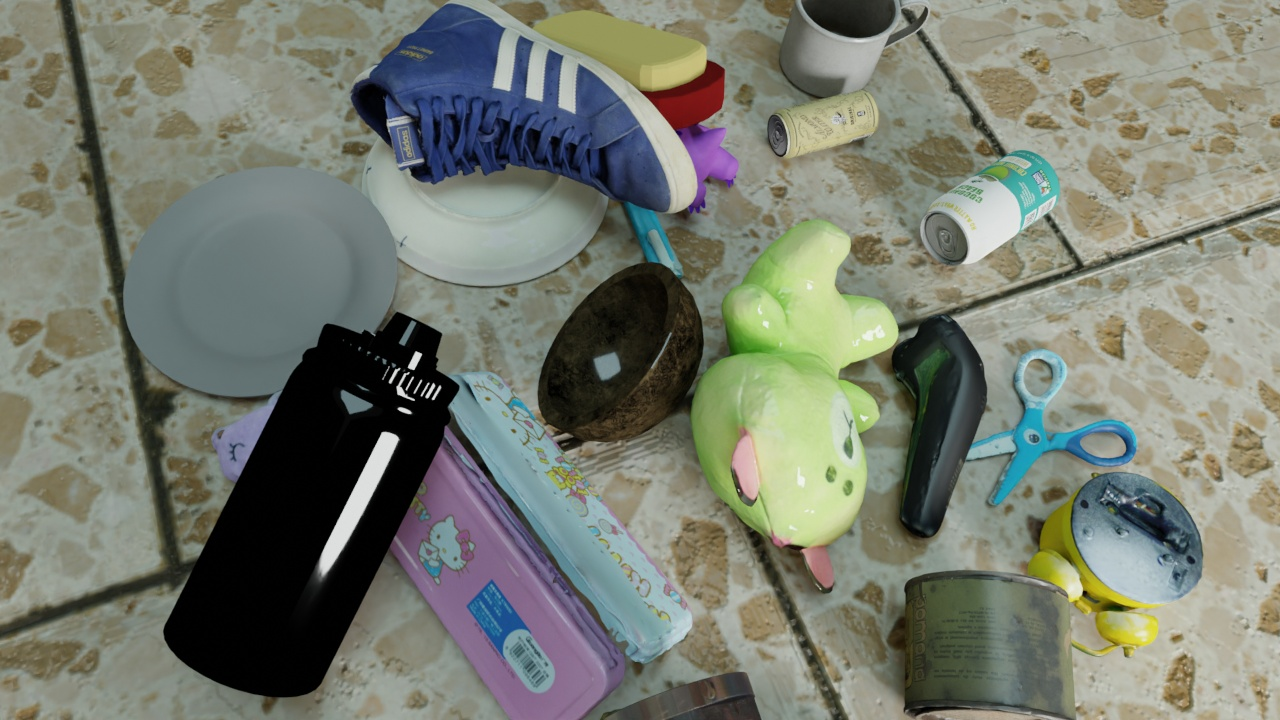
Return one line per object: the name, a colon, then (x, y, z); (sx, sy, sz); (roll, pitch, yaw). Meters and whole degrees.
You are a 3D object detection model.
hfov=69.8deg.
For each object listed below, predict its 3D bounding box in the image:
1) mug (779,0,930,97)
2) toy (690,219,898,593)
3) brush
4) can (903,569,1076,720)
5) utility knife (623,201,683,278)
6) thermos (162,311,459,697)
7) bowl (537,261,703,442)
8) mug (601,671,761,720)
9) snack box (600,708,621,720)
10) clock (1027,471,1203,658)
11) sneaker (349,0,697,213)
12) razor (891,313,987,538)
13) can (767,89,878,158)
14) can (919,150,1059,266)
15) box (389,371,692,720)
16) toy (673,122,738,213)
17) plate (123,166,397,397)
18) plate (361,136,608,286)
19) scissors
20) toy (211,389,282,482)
mug: (0.174, -0.266, 0.746); (0.113, 0.071, 0.084); (-2, 64, -7)
toy: (0.090, 0.023, 0.572); (0.107, 0.150, 0.196); (2, 56, 44)
brush: (-0.018, -0.221, 0.681); (0.173, 0.042, 0.082); (29, 48, 33)
can: (0.195, 0.168, 0.518); (0.090, 0.090, 0.074); (10, 63, -1)
utility knife: (-0.006, -0.131, 0.689); (0.022, 0.015, 0.167); (-15, 68, -14)
thermos: (-0.165, 0.066, 0.488); (0.086, 0.086, 0.198); (26, 90, 7)
bowl: (-0.003, 0.004, 0.581); (0.056, 0.121, 0.121); (37, 57, -32)
mug: (0.047, 0.215, 0.445); (0.115, 0.080, 0.107); (1, 57, -35)
snack box: (0.052, 0.263, 0.480); (0.181, 0.045, 0.121); (16, 62, 1)
clock: (0.290, 0.125, 0.568); (0.083, 0.057, 0.118); (34, 64, 10)
sneaker: (-0.088, -0.149, 0.606); (0.233, 0.092, 0.118); (40, 62, 15)
razor: (0.192, 0.043, 0.611); (0.067, 0.054, 0.151); (8, 68, 29)
can: (0.143, -0.185, 0.720); (0.079, 0.038, 0.038); (-17, 66, -14)
can: (0.262, -0.114, 0.688); (0.101, 0.055, 0.055); (-32, 71, -20)
box: (-0.075, 0.109, 0.554); (0.214, 0.091, 0.090); (49, 111, 17)
toy: (0.024, -0.160, 0.684); (0.088, 0.056, 0.105); (27, 43, 18)
plate: (-0.254, -0.055, 0.622); (0.178, 0.012, 0.178); (1, 65, -3)
plate: (-0.113, -0.140, 0.672); (0.182, 0.034, 0.182); (2, 63, -5)
scissors: (0.280, 0.058, 0.627); (0.118, 0.013, 0.139); (35, 62, 13)
toy: (-0.223, 0.072, 0.552); (0.080, 0.036, 0.099); (-31, 71, -9)
